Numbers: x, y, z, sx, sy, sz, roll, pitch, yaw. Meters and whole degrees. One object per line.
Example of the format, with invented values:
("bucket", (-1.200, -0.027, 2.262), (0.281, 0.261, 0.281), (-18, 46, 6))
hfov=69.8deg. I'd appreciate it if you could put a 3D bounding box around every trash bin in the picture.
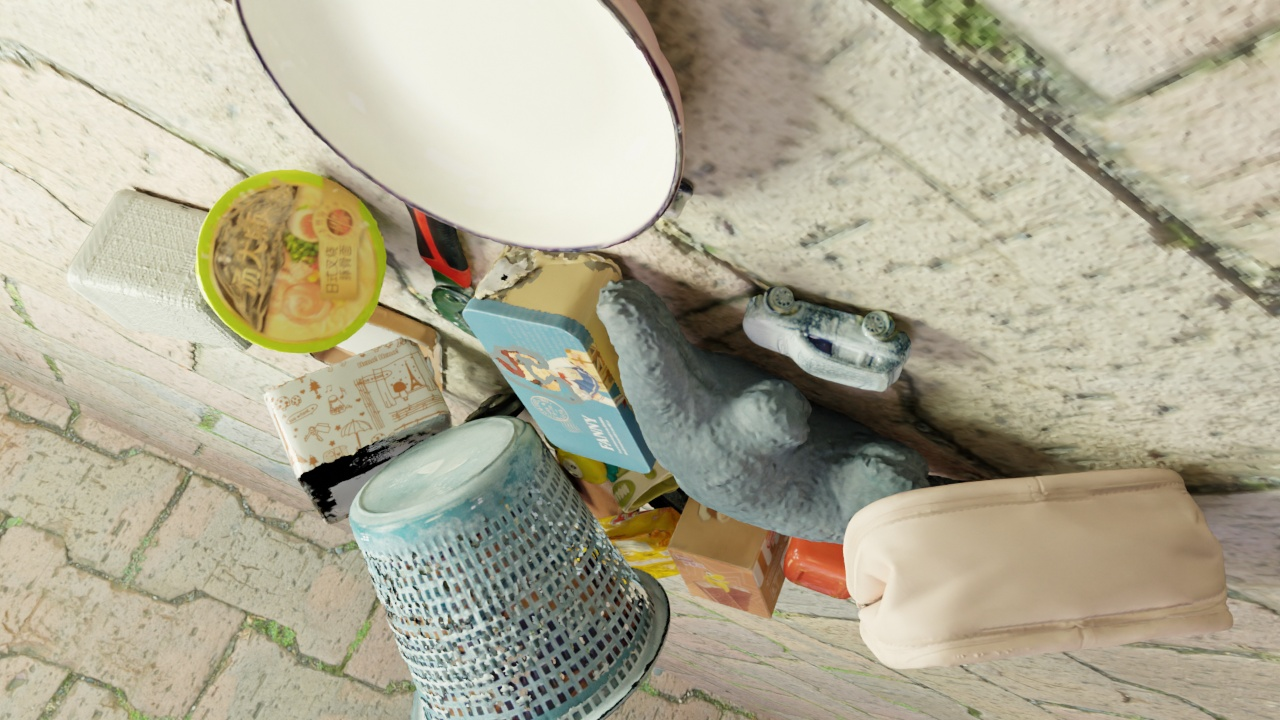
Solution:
("trash bin", (-0.114, 0.159, 0.714), (0.227, 0.225, 0.195), (-2, 118, 46))

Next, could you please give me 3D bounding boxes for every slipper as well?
("slipper", (0.003, 0.080, 0.731), (0.190, 0.081, 0.092), (17, 156, 5))

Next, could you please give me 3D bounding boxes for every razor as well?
("razor", (-0.103, 0.092, 0.860), (0.167, 0.062, 0.067), (58, -179, -41))

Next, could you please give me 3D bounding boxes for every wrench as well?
("wrench", (-0.121, -0.069, 0.576), (0.056, 0.016, 0.274), (19, 160, 6))

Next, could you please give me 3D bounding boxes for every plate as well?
("plate", (-0.068, -0.119, 0.376), (0.192, 0.039, 0.193), (18, 154, 9))

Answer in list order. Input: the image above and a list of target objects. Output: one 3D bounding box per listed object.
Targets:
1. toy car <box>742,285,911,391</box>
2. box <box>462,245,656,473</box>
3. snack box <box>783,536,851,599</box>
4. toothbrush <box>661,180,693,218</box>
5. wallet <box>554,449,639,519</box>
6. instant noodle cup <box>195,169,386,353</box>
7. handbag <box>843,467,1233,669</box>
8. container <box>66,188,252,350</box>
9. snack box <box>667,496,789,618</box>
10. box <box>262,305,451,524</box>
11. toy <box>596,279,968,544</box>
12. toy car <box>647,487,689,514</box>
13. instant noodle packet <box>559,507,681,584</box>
("toy car", (0.098, -0.010, 0.493), (0.090, 0.034, 0.043), (18, 161, 13))
("box", (-0.036, 0.005, 0.593), (0.090, 0.061, 0.184), (12, 148, 29))
("snack box", (0.155, 0.142, 0.730), (0.082, 0.080, 0.091), (16, 157, 11))
("toothbrush", (-0.062, -0.103, 0.452), (0.181, 0.018, 0.016), (19, 166, 11))
("wallet", (-0.046, 0.121, 0.904), (0.101, 0.032, 0.125), (39, 159, 14))
("instant noodle cup", (-0.242, -0.062, 0.608), (0.111, 0.111, 0.124), (35, 164, -30))
("handbag", (0.220, 0.142, 0.581), (0.193, 0.093, 0.234), (-6, 160, -1))
("container", (-0.351, -0.066, 0.712), (0.114, 0.090, 0.090), (13, 157, 13))
("snack box", (0.084, 0.152, 0.787), (0.077, 0.092, 0.094), (11, 147, 27))
("box", (-0.249, 0.017, 0.802), (0.177, 0.152, 0.183), (59, 160, 15))
("toy", (0.094, 0.056, 0.576), (0.356, 0.091, 0.138), (26, 146, -27))
("toy car", (0.025, 0.133, 0.891), (0.105, 0.031, 0.049), (40, 158, -5))
("instant noodle packet", (-0.001, 0.172, 0.855), (0.129, 0.044, 0.110), (-13, 145, 29))
